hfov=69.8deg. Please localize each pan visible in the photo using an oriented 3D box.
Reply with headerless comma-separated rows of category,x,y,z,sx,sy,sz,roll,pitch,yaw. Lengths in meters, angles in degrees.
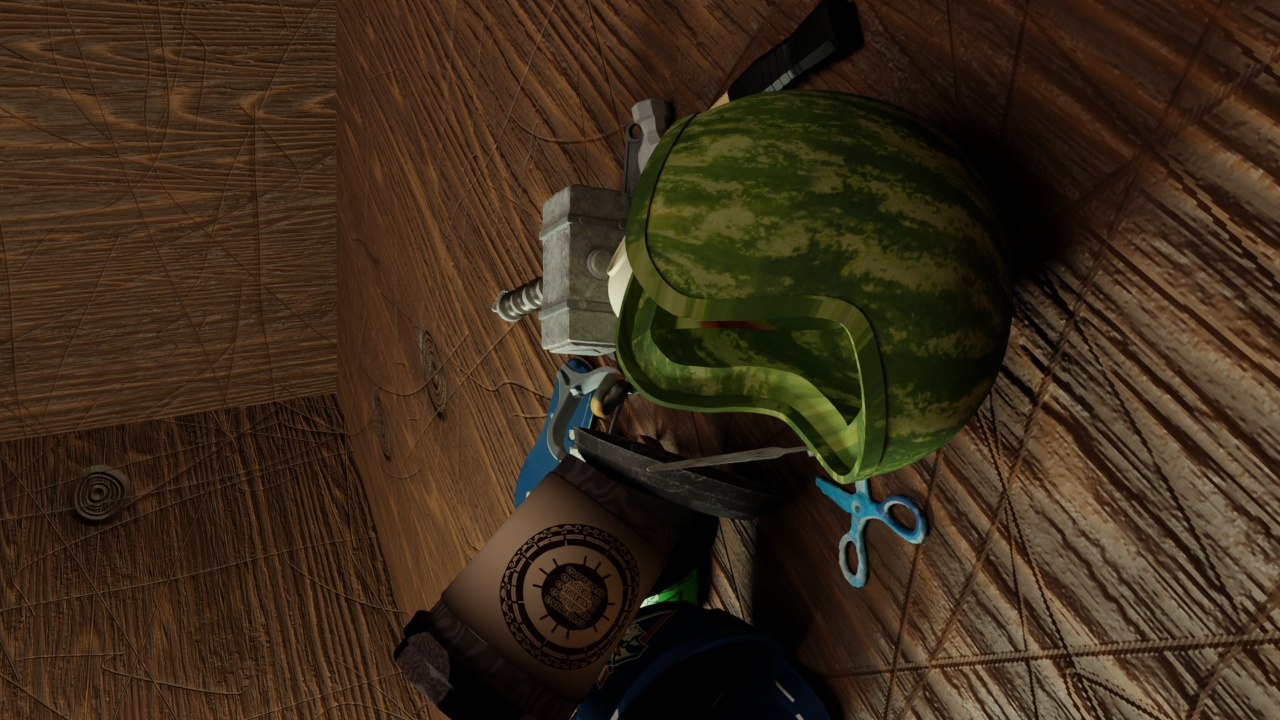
pan,0.024,0.109,0.947,0.357,0.207,0.040,172,116,-84
pan,-0.032,0.157,1.047,0.355,0.225,0.034,-95,-10,-66

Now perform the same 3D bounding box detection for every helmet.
helmet,0.037,0.334,0.876,0.223,0.232,0.273,46,162,34
helmet,0.118,-0.056,0.601,0.213,0.247,0.242,100,-166,-68

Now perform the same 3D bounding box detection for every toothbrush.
toothbrush,0.089,0.082,0.764,0.010,0.181,0.010,112,147,-52

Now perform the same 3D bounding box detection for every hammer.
hammer,0.084,-0.231,0.842,0.329,0.039,0.131,-20,81,63
hammer,-0.115,-0.083,1.104,0.327,0.079,0.177,-13,75,61

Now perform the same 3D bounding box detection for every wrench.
wrench,-0.014,-0.134,1.048,0.073,0.018,0.273,9,100,28

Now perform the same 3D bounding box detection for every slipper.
slipper,-0.105,0.131,1.320,0.118,0.060,0.295,44,123,43

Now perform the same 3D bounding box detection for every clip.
clip,-0.074,0.065,1.173,0.165,0.032,0.165,-12,49,43

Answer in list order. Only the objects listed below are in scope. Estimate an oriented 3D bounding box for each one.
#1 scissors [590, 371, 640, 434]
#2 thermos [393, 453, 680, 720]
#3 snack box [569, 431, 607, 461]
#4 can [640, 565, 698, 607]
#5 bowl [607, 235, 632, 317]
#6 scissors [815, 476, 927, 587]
scissors,-0.006,0.007,1.007,0.230,0.016,0.225,-66,-10,1
thermos,-0.082,0.211,0.815,0.173,0.226,0.173,36,169,8
snack box,-0.061,0.176,1.220,0.026,0.081,0.150,-1,100,20
can,0.022,0.243,1.057,0.088,0.087,0.140,29,124,58
bowl,0.016,-0.094,0.891,0.151,0.075,0.150,-55,12,18
scissors,0.192,0.132,0.768,0.140,0.011,0.134,8,103,63
